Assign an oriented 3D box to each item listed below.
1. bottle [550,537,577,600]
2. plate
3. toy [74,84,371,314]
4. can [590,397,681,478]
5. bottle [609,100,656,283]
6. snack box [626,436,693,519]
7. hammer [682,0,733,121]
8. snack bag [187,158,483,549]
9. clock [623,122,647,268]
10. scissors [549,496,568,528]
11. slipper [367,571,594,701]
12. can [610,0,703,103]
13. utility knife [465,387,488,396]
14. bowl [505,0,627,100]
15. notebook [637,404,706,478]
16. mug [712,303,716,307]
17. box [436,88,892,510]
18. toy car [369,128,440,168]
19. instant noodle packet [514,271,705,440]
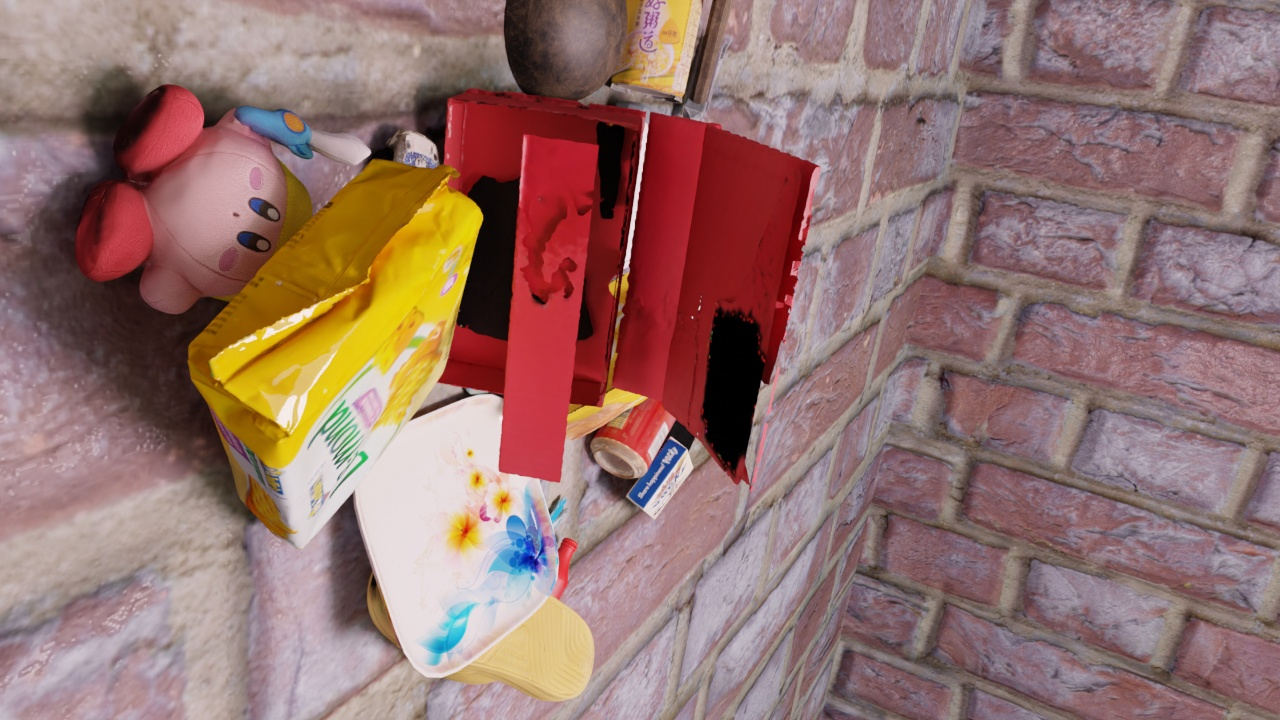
[{"bbox_3d":[-0.097,0.233,0.925,0.118,0.036,0.036,-61,153,-26],"label":"bottle"},{"bbox_3d":[-0.139,0.129,0.711,0.186,0.016,0.187,-26,102,-56],"label":"plate"},{"bbox_3d":[-0.206,-0.076,0.470,0.131,0.097,0.124,26,75,-47],"label":"toy"},{"bbox_3d":[0.011,0.046,0.998,0.169,0.067,0.067,-59,152,-29],"label":"can"},{"bbox_3d":[-0.020,-0.146,0.834,0.072,0.046,0.161,26,82,-65],"label":"bottle"},{"bbox_3d":[0.024,0.137,1.048,0.082,0.026,0.150,-52,167,-7],"label":"snack box"},{"bbox_3d":[0.068,-0.297,0.792,0.317,0.028,0.146,104,6,-76],"label":"hammer"},{"bbox_3d":[-0.164,0.001,0.500,0.159,0.068,0.248,-55,179,-30],"label":"snack bag"},{"bbox_3d":[-0.041,-0.138,0.739,0.160,0.073,0.125,8,99,-36],"label":"clock"},{"bbox_3d":[-0.107,0.194,0.913,0.140,0.014,0.090,-45,142,-49],"label":"scissors"},{"bbox_3d":[-0.138,0.219,0.772,0.263,0.079,0.099,44,49,-42],"label":"slipper"},{"bbox_3d":[0.015,-0.283,0.797,0.067,0.068,0.105,-12,116,-63],"label":"can"},{"bbox_3d":[-0.124,-0.062,0.705,0.031,0.015,0.209,-39,142,-56],"label":"utility knife"},{"bbox_3d":[-0.045,-0.255,0.700,0.121,0.056,0.121,-44,142,-48],"label":"bowl"},{"bbox_3d":[0.052,0.051,1.149,0.231,0.019,0.169,-64,155,-19],"label":"notebook"},{"bbox_3d":[0.056,-0.094,1.011,0.087,0.081,0.114,-35,105,-63],"label":"mug"},{"bbox_3d":[0.005,-0.056,0.624,0.123,0.316,0.211,-30,134,-58],"label":"box"},{"bbox_3d":[-0.154,-0.092,0.593,0.048,0.040,0.113,7,98,-67],"label":"toy car"},{"bbox_3d":[-0.005,0.005,0.837,0.163,0.084,0.221,-32,163,11],"label":"instant noodle packet"}]
